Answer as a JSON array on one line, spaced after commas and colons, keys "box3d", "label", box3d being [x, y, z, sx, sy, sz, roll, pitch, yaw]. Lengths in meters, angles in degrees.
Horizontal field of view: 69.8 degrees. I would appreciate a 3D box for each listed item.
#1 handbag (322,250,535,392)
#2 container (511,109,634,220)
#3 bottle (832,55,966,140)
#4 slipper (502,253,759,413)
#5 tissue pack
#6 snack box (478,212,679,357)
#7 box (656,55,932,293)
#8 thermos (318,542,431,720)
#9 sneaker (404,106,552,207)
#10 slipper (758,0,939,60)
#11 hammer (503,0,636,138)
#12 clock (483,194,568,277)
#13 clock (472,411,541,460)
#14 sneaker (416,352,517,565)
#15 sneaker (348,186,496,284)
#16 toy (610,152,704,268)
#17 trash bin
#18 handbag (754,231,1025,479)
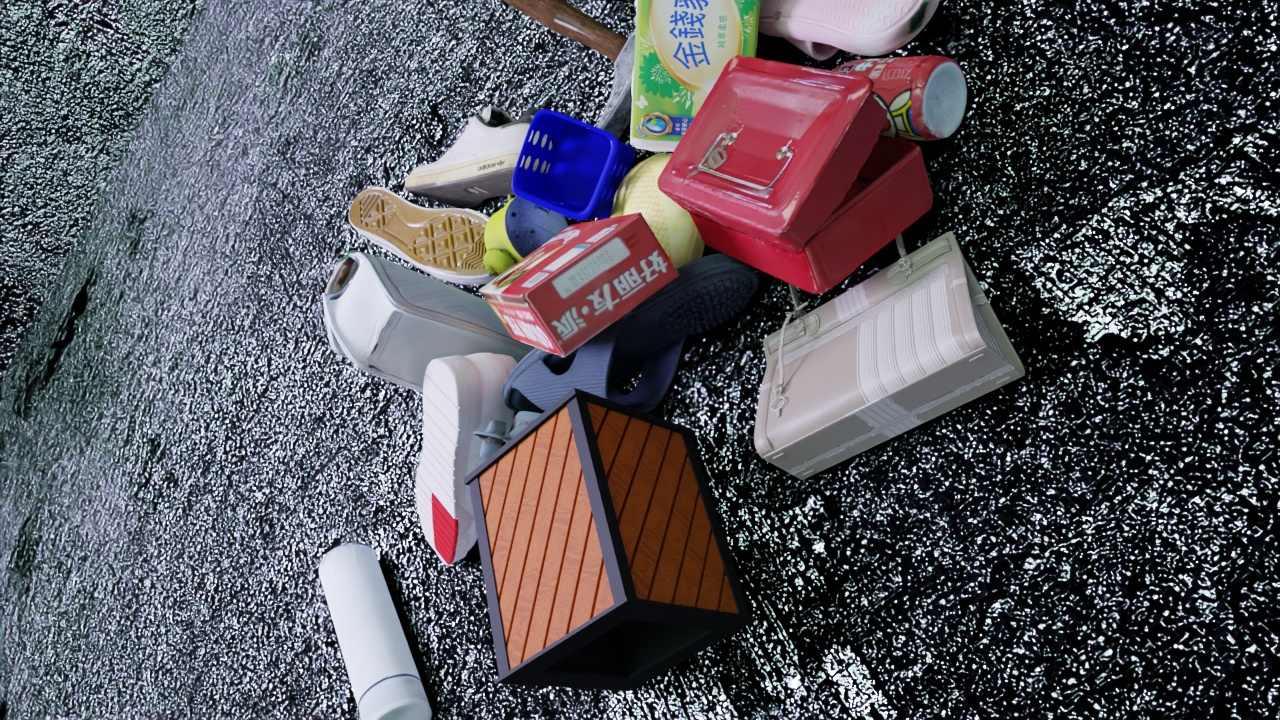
[{"box3d": [-0.212, -0.028, 0.938, 0.096, 0.198, 0.142, -58, 42, 13], "label": "handbag"}, {"box3d": [-0.062, -0.186, 0.890, 0.084, 0.113, 0.085, 23, 101, 5], "label": "container"}, {"box3d": [0.176, -0.202, 0.710, 0.138, 0.062, 0.062, 16, 86, 48], "label": "bottle"}, {"box3d": [-0.005, 0.005, 0.794, 0.264, 0.101, 0.082, -31, 61, 27], "label": "slipper"}, {"box3d": [0.047, -0.283, 0.821, 0.141, 0.120, 0.198, -91, 11, -80], "label": "tissue pack"}, {"box3d": [-0.063, -0.067, 0.787, 0.113, 0.060, 0.236, -37, 15, -11], "label": "snack box"}, {"box3d": [0.114, -0.129, 0.686, 0.137, 0.127, 0.157, -54, 41, 0], "label": "box"}, {"box3d": [-0.286, 0.296, 0.977, 0.068, 0.068, 0.230, -54, 43, 15], "label": "thermos"}, {"box3d": [-0.194, -0.245, 1.085, 0.242, 0.088, 0.102, 0, 82, 41], "label": "sneaker"}, {"box3d": [0.169, -0.299, 0.760, 0.107, 0.055, 0.221, -50, 34, 8], "label": "slipper"}, {"box3d": [-0.112, -0.347, 1.008, 0.300, 0.037, 0.218, 37, 102, 25], "label": "hammer"}, {"box3d": [-0.122, -0.119, 0.967, 0.057, 0.083, 0.119, -16, 59, 47], "label": "clock"}, {"box3d": [-0.094, 0.077, 0.825, 0.090, 0.124, 0.053, 1, 72, 45], "label": "clock"}, {"box3d": [-0.157, 0.098, 0.916, 0.090, 0.104, 0.237, 37, 129, 43], "label": "sneaker"}, {"box3d": [-0.240, -0.139, 1.096, 0.241, 0.088, 0.118, 23, 78, 27], "label": "sneaker"}, {"box3d": [0.016, -0.124, 0.846, 0.155, 0.064, 0.170, -50, 39, 39], "label": "toy"}, {"box3d": [-0.029, 0.146, 0.720, 0.140, 0.139, 0.171, -39, 50, 28], "label": "trash bin"}, {"box3d": [0.161, -0.038, 0.678, 0.176, 0.062, 0.197, -32, 45, 33], "label": "handbag"}]
